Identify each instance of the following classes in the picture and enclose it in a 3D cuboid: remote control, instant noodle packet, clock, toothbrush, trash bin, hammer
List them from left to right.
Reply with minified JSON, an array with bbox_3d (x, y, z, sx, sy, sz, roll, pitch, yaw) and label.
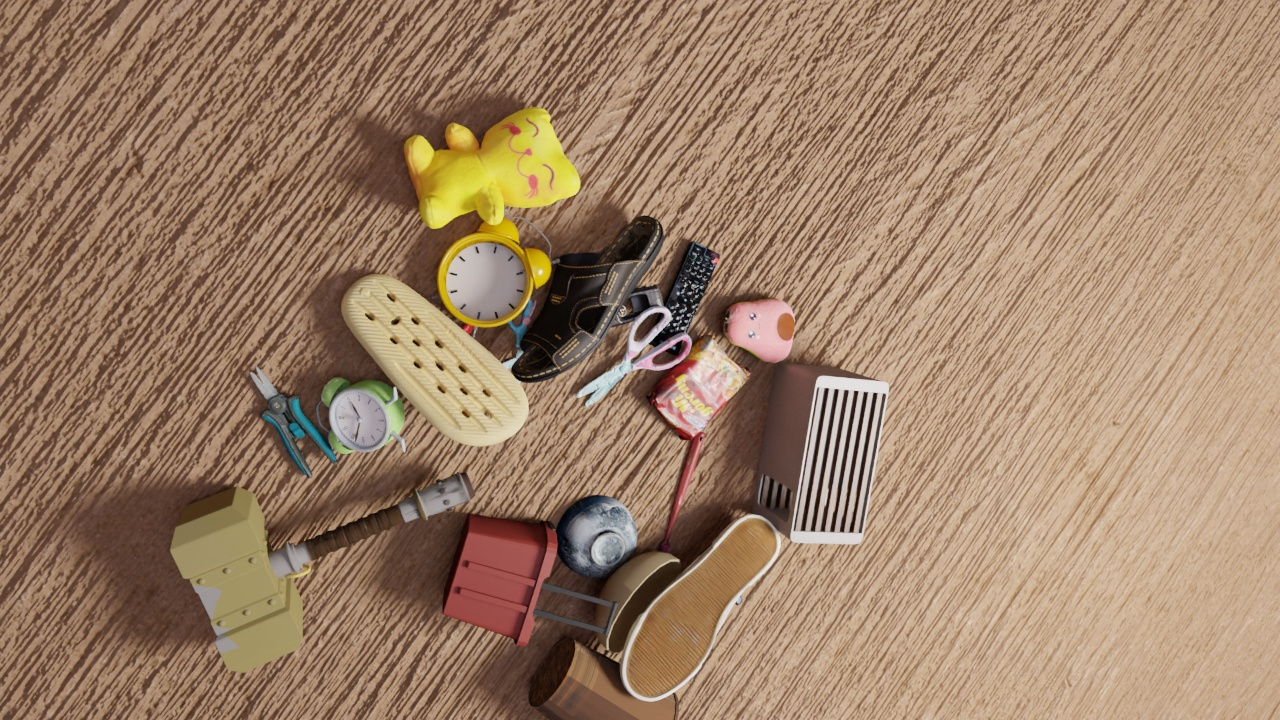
[{"bbox_3d":[-0.355,0.209,1.094,0.324,0.101,0.190,-22,106,-15],"label":"hammer"},{"bbox_3d":[-0.332,0.066,1.093,0.119,0.042,0.094,0,104,14],"label":"clock"},{"bbox_3d":[-0.178,-0.107,1.120,0.113,0.052,0.152,44,85,-3],"label":"clock"},{"bbox_3d":[0.058,0.191,1.283,0.016,0.016,0.190,16,94,-21],"label":"toothbrush"},{"bbox_3d":[0.057,-0.083,1.234,0.047,0.022,0.150,24,89,-21],"label":"remote control"},{"bbox_3d":[0.080,0.037,1.254,0.135,0.040,0.098,-46,118,-8],"label":"instant noodle packet"},{"bbox_3d":[0.249,0.128,1.288,0.114,0.114,0.229,5,97,-21],"label":"trash bin"}]

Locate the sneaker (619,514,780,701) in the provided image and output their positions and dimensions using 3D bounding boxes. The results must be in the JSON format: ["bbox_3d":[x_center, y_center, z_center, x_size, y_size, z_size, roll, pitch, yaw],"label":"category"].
[{"bbox_3d":[0.076,0.340,1.266,0.120,0.127,0.294,42,70,1],"label":"sneaker"}]

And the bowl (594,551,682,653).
[{"bbox_3d":[-0.012,0.316,1.236,0.152,0.050,0.153,-39,149,-30],"label":"bowl"}]

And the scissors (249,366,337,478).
[{"bbox_3d":[-0.411,0.074,1.093,0.142,0.019,0.127,17,99,-15],"label":"scissors"}]

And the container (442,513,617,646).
[{"bbox_3d":[-0.139,0.283,1.171,0.200,0.127,0.148,17,94,-12],"label":"container"}]

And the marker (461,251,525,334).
[{"bbox_3d":[-0.183,-0.083,1.152,0.013,0.013,0.142,40,84,-21],"label":"marker"}]

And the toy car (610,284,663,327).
[{"bbox_3d":[-0.016,-0.070,1.195,0.092,0.037,0.040,-17,105,-4],"label":"toy car"}]

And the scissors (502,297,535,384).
[{"bbox_3d":[-0.135,-0.014,1.184,0.133,0.015,0.135,8,102,-19],"label":"scissors"}]

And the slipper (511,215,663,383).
[{"bbox_3d":[-0.072,-0.085,1.138,0.267,0.113,0.076,-52,124,-10],"label":"slipper"}]

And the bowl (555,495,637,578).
[{"bbox_3d":[-0.053,0.243,1.231,0.114,0.061,0.114,-3,99,-19],"label":"bowl"}]

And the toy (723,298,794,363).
[{"bbox_3d":[0.161,-0.043,1.261,0.110,0.051,0.090,5,96,-20],"label":"toy"}]

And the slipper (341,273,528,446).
[{"bbox_3d":[-0.254,0.007,1.106,0.261,0.079,0.111,44,64,-1],"label":"slipper"}]

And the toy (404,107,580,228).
[{"bbox_3d":[-0.178,-0.217,1.089,0.193,0.088,0.134,-21,77,-17],"label":"toy"}]

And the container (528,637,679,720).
[{"bbox_3d":[-0.054,0.461,1.238,0.167,0.132,0.132,38,85,-15],"label":"container"}]

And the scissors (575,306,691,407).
[{"bbox_3d":[-0.023,-0.005,1.203,0.179,0.016,0.103,-30,122,0],"label":"scissors"}]
